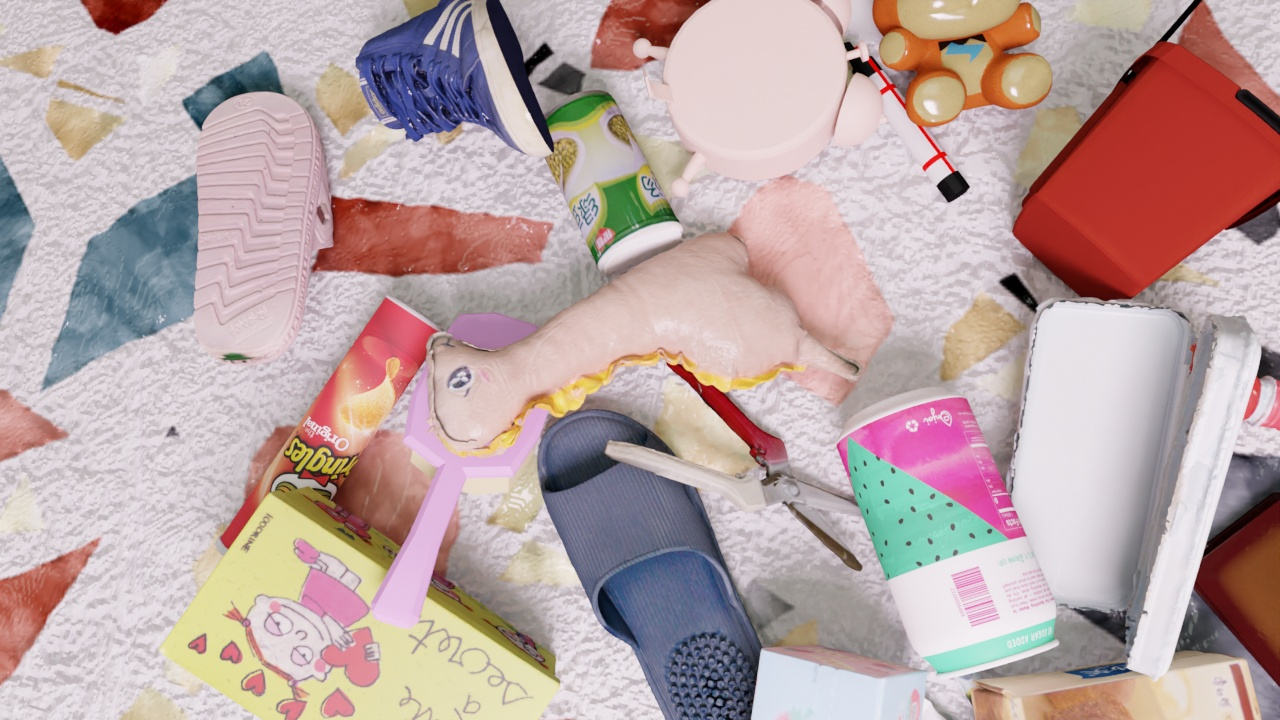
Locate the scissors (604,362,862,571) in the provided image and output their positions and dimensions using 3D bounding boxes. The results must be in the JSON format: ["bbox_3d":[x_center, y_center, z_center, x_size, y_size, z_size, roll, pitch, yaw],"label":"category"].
[{"bbox_3d":[0.064,0.068,0.623,0.179,0.015,0.196,-7,56,-27],"label":"scissors"}]

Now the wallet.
[{"bbox_3d":[0.418,0.153,0.582,0.091,0.018,0.115,-37,80,-1],"label":"wallet"}]

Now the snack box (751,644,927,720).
[{"bbox_3d":[0.118,0.227,0.556,0.080,0.094,0.093,4,79,33],"label":"snack box"}]

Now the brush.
[{"bbox_3d":[-0.120,0.070,0.607,0.089,0.043,0.228,17,56,-1],"label":"brush"}]

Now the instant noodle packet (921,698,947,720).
[{"bbox_3d":[0.212,0.291,0.577,0.134,0.026,0.087,34,85,12],"label":"instant noodle packet"}]

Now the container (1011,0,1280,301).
[{"bbox_3d":[0.345,-0.138,0.579,0.201,0.148,0.127,-45,76,7],"label":"container"}]

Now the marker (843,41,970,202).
[{"bbox_3d":[0.191,-0.179,0.673,0.019,0.019,0.145,-32,77,1],"label":"marker"}]

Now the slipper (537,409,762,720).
[{"bbox_3d":[0.013,0.145,0.604,0.101,0.082,0.263,-29,77,-1],"label":"slipper"}]

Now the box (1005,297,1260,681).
[{"bbox_3d":[0.287,0.075,0.534,0.130,0.105,0.211,4,103,14],"label":"box"}]

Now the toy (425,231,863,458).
[{"bbox_3d":[-0.004,0.004,0.606,0.263,0.065,0.196,-33,63,-25],"label":"toy"}]

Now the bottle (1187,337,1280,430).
[{"bbox_3d":[0.347,0.014,0.593,0.137,0.062,0.062,15,81,11],"label":"bottle"}]

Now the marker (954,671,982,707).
[{"bbox_3d":[0.199,0.182,0.604,0.017,0.017,0.146,-31,77,1],"label":"marker"}]

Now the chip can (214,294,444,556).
[{"bbox_3d":[-0.223,0.053,0.668,0.052,0.052,0.214,32,85,12],"label":"chip can"}]

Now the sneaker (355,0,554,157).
[{"bbox_3d":[-0.142,-0.192,0.648,0.118,0.091,0.232,-25,44,6],"label":"sneaker"}]

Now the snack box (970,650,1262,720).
[{"bbox_3d":[0.294,0.286,0.535,0.153,0.055,0.207,-6,78,-8],"label":"snack box"}]

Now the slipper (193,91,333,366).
[{"bbox_3d":[-0.283,-0.099,0.700,0.094,0.064,0.239,-9,65,2],"label":"slipper"}]

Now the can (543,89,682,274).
[{"bbox_3d":[-0.023,-0.128,0.667,0.067,0.067,0.121,-26,77,2],"label":"can"}]

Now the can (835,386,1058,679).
[{"bbox_3d":[0.190,0.105,0.575,0.088,0.088,0.165,-19,70,4],"label":"can"}]

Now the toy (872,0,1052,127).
[{"bbox_3d":[0.219,-0.247,0.651,0.112,0.096,0.176,-12,67,2],"label":"toy"}]

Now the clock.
[{"bbox_3d":[0.084,-0.203,0.659,0.160,0.086,0.131,-14,78,3],"label":"clock"}]

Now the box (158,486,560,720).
[{"bbox_3d":[-0.172,0.191,0.597,0.221,0.083,0.124,37,85,0],"label":"box"}]
